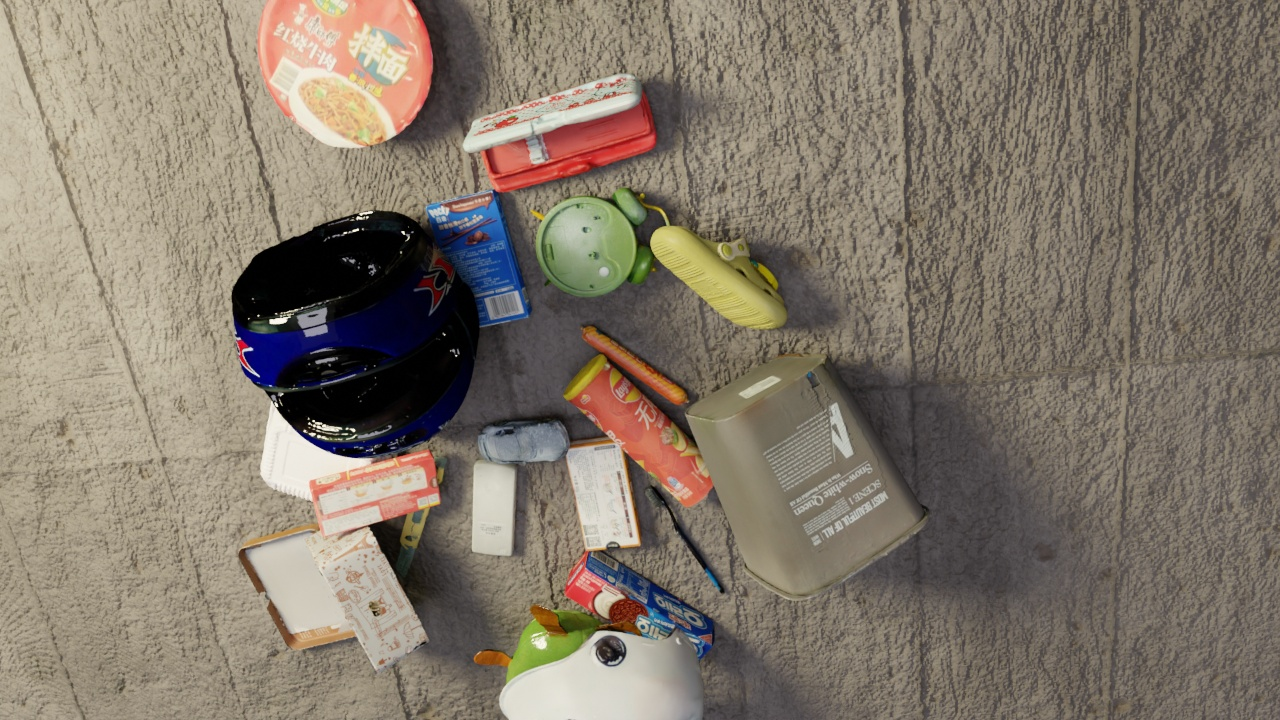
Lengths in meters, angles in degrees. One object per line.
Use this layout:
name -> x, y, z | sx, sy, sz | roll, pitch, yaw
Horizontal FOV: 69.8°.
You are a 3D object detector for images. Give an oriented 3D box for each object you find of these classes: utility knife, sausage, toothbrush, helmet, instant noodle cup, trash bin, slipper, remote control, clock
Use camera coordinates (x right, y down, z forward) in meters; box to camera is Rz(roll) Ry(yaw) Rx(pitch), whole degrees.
utility knife -> -0.298, 0.210, 1.234 | 0.031, 0.020, 0.196 | 21, 114, 0
sausage -> -0.007, 0.007, 1.133 | 0.165, 0.021, 0.021 | 35, 108, -8
toothbrush -> 0.060, 0.240, 1.216 | 0.016, 0.014, 0.189 | -30, 106, 14
helmet -> -0.297, -0.011, 0.995 | 0.247, 0.315, 0.241 | -16, 117, -3
instant noodle cup -> -0.410, 0.127, 1.188 | 0.173, 0.060, 0.138 | 17, 110, -3
trash bin -> 0.180, 0.123, 1.061 | 0.198, 0.199, 0.220 | -29, 99, -13
helmet -> -0.035, 0.456, 1.144 | 0.258, 0.145, 0.230 | 1, 132, -26
slipper -> 0.100, -0.107, 1.049 | 0.190, 0.092, 0.081 | 34, 78, -21
remote control -> -0.193, 0.195, 1.215 | 0.056, 0.019, 0.135 | 5, 110, 3
instant noodle cup -> -0.317, -0.336, 1.013 | 0.194, 0.065, 0.194 | 1, 109, 3
clock -> -0.043, -0.139, 1.067 | 0.161, 0.056, 0.116 | -7, 109, 7

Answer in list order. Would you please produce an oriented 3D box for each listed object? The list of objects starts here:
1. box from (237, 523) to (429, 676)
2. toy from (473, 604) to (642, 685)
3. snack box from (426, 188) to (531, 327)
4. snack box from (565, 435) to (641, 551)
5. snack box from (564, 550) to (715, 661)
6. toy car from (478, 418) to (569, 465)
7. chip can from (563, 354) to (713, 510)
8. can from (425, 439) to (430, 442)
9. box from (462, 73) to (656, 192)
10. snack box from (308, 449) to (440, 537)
box -> -0.407, 0.306, 1.234 | 0.273, 0.130, 0.179 | -7, 112, 37
toy -> -0.110, 0.395, 1.222 | 0.226, 0.089, 0.247 | 13, 131, -24
snack box -> -0.192, -0.120, 1.100 | 0.084, 0.026, 0.157 | -11, 108, 8
snack box -> -0.047, 0.174, 1.193 | 0.075, 0.026, 0.154 | -8, 108, 8
snack box -> 0.002, 0.332, 1.229 | 0.207, 0.057, 0.058 | 33, 111, -8
toy car -> -0.148, 0.104, 1.162 | 0.121, 0.036, 0.054 | -6, 108, 21
chip can -> 0.004, 0.089, 1.136 | 0.073, 0.073, 0.216 | -43, 103, 16
can -> -0.325, 0.051, 1.154 | 0.146, 0.058, 0.058 | 23, 109, -4
box -> -0.088, -0.248, 1.008 | 0.201, 0.101, 0.095 | -14, 107, 9
snack box -> -0.333, 0.167, 1.161 | 0.152, 0.025, 0.075 | -14, 121, -21
